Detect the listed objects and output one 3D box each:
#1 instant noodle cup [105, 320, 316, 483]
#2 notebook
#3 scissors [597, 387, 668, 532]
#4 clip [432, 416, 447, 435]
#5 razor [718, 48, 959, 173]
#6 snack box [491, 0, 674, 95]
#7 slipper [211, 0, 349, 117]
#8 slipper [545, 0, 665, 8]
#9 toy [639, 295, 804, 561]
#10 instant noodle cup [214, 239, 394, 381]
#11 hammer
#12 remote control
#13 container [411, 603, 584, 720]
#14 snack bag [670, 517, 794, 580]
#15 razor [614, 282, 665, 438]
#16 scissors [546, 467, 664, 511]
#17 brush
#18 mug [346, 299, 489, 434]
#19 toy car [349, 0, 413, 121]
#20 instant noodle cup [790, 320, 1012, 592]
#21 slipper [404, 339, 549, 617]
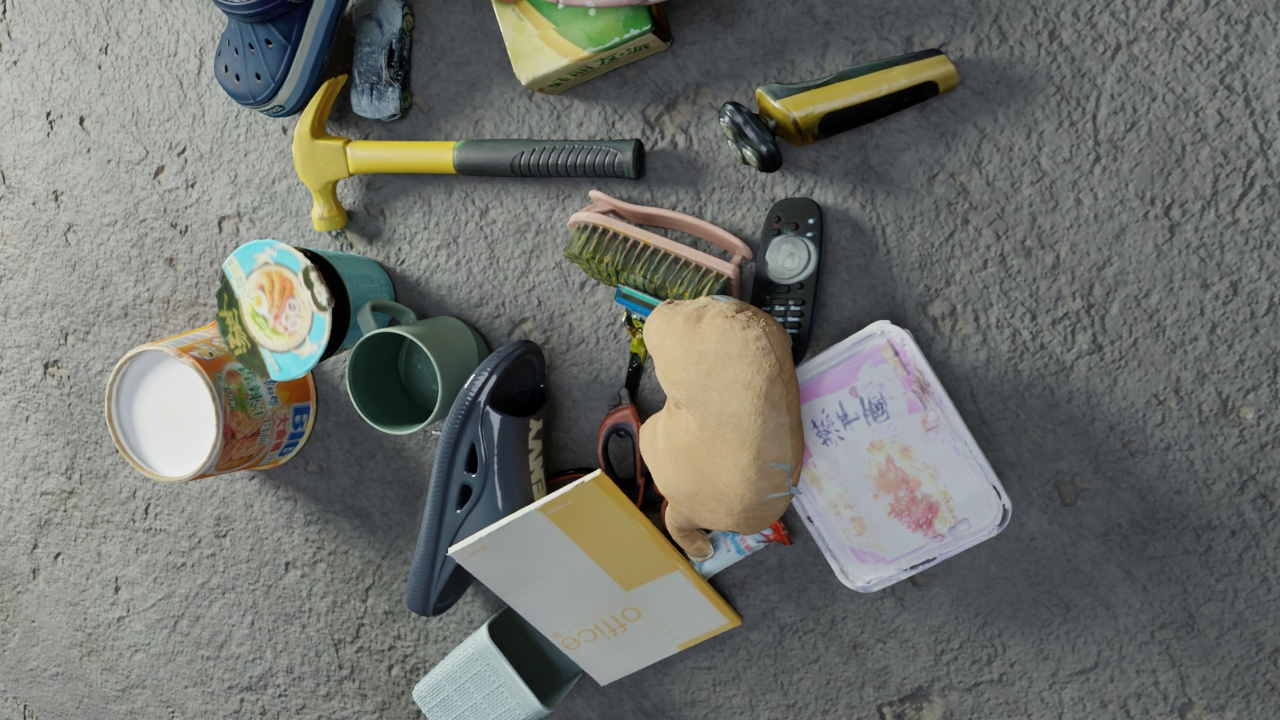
[{"bbox_3d":[-0.387,0.038,0.820,0.151,0.111,0.151,2,99,16],"label":"instant noodle cup"},{"bbox_3d":[-0.032,0.181,0.734,0.146,0.010,0.206,-29,121,17],"label":"notebook"},{"bbox_3d":[-0.001,0.122,0.747,0.197,0.015,0.214,-26,101,15],"label":"scissors"},{"bbox_3d":[-0.156,0.063,0.801,0.057,0.024,0.028,18,99,17],"label":"clip"},{"bbox_3d":[0.142,-0.181,0.660,0.168,0.062,0.067,-15,62,13],"label":"razor"},{"bbox_3d":[-0.068,-0.336,0.691,0.115,0.063,0.240,-16,94,19],"label":"snack box"},{"bbox_3d":[-0.283,-0.285,0.705,0.254,0.095,0.105,-39,59,41],"label":"slipper"},{"bbox_3d":[-0.076,-0.311,0.634,0.274,0.054,0.114,16,104,16],"label":"slipper"},{"bbox_3d":[0.055,0.065,0.658,0.143,0.082,0.226,28,123,47],"label":"toy"},{"bbox_3d":[-0.268,-0.047,0.766,0.111,0.120,0.111,3,99,18],"label":"instant noodle cup"},{"bbox_3d":[-0.146,-0.166,0.748,0.301,0.032,0.129,4,118,12],"label":"hammer"},{"bbox_3d":[0.111,-0.056,0.688,0.053,0.024,0.136,3,76,29],"label":"remote control"},{"bbox_3d":[-0.124,0.274,0.793,0.112,0.089,0.090,-41,86,22],"label":"container"},{"bbox_3d":[0.073,0.149,0.745,0.104,0.026,0.048,-29,78,18],"label":"snack bag"},{"bbox_3d":[-0.004,0.004,0.730,0.043,0.022,0.143,24,127,22],"label":"razor"},{"bbox_3d":[0.002,0.093,0.759,0.235,0.021,0.125,-43,85,18],"label":"scissors"},{"bbox_3d":[0.010,-0.084,0.713,0.146,0.063,0.073,24,75,14],"label":"brush"},{"bbox_3d":[-0.185,-0.003,0.754,0.082,0.106,0.111,-36,89,19],"label":"mug"},{"bbox_3d":[-0.218,-0.254,0.766,0.049,0.031,0.105,7,100,15],"label":"toy car"},{"bbox_3d":[0.174,0.069,0.685,0.138,0.060,0.173,-31,87,19],"label":"instant noodle cup"},{"bbox_3d":[-0.115,0.109,0.752,0.083,0.110,0.269,27,112,15],"label":"slipper"}]
